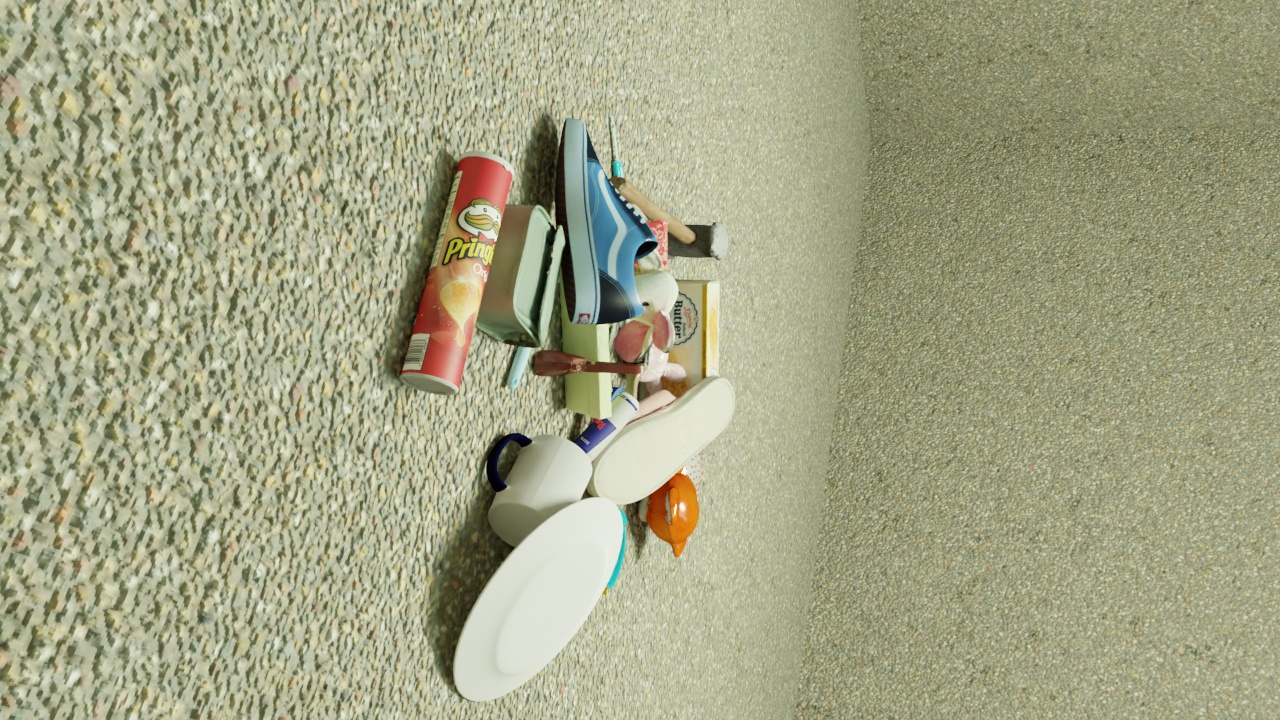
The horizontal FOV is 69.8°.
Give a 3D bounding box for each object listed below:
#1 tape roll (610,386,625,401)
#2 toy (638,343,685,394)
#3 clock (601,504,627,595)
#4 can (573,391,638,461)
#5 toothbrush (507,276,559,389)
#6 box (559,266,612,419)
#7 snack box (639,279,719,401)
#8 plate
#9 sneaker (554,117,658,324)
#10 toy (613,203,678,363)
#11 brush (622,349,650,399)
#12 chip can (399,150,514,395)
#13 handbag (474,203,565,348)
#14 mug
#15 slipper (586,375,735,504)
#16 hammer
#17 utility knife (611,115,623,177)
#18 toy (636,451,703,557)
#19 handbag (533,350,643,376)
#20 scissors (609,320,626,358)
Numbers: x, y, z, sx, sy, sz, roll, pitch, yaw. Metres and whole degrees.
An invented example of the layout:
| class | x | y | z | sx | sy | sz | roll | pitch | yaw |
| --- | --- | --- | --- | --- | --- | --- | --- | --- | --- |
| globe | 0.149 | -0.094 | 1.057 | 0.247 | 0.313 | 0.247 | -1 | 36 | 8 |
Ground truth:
| class | x | y | z | sx | sy | sz | roll | pitch | yaw |
| --- | --- | --- | --- | --- | --- | --- | --- | --- | --- |
| tape roll | -0.036 | 0.082 | 1.214 | 0.091 | 0.016 | 0.093 | -52 | 141 | -56 |
| toy | 0.016 | 0.007 | 1.257 | 0.110 | 0.063 | 0.047 | 49 | 11 | -46 |
| clock | -0.045 | 0.243 | 1.185 | 0.130 | 0.044 | 0.098 | 82 | 22 | -45 |
| can | -0.042 | 0.080 | 1.118 | 0.095 | 0.032 | 0.032 | -47 | 145 | -15 |
| toothbrush | -0.116 | -0.035 | 0.983 | 0.022 | 0.016 | 0.154 | 34 | 55 | -29 |
| box | -0.063 | -0.034 | 1.079 | 0.127 | 0.066 | 0.188 | -85 | 174 | -74 |
| snack box | 0.056 | -0.012 | 1.319 | 0.057 | 0.104 | 0.208 | -22 | 114 | -68 |
| plate | -0.094 | 0.249 | 0.941 | 0.241 | 0.016 | 0.243 | -39 | 146 | -33 |
| sneaker | -0.037 | -0.148 | 0.984 | 0.084 | 0.098 | 0.241 | 121 | -36 | -64 |
| toy | 0.002 | -0.096 | 1.120 | 0.159 | 0.084 | 0.194 | 172 | -89 | -67 |
| brush | -0.007 | 0.007 | 1.186 | 0.012 | 0.039 | 0.151 | 49 | 39 | -48 |
| chip can | -0.160 | -0.078 | 0.808 | 0.052 | 0.052 | 0.214 | 48 | 49 | -62 |
| handbag | -0.118 | -0.086 | 0.898 | 0.106 | 0.067 | 0.121 | 48 | 49 | -64 |
| mug | -0.113 | 0.127 | 0.949 | 0.112 | 0.079 | 0.096 | 50 | 40 | -22 |
| slipper | 0.024 | 0.099 | 1.215 | 0.273 | 0.054 | 0.114 | -29 | 120 | -37 |
| hammer | 0.029 | -0.192 | 1.243 | 0.328 | 0.098 | 0.052 | 17 | 78 | -66 |
| utility knife | -0.029 | -0.234 | 1.188 | 0.022 | 0.015 | 0.162 | -51 | 138 | -60 |
| toy | 0.044 | 0.195 | 1.361 | 0.172 | 0.093 | 0.164 | -83 | 166 | -46 |
| handbag | -0.053 | 0.006 | 1.008 | 0.055 | 0.120 | 0.029 | -12 | 104 | -69 |
| scissors | -0.029 | -0.084 | 1.208 | 0.230 | 0.016 | 0.224 | 62 | 40 | -57 |
